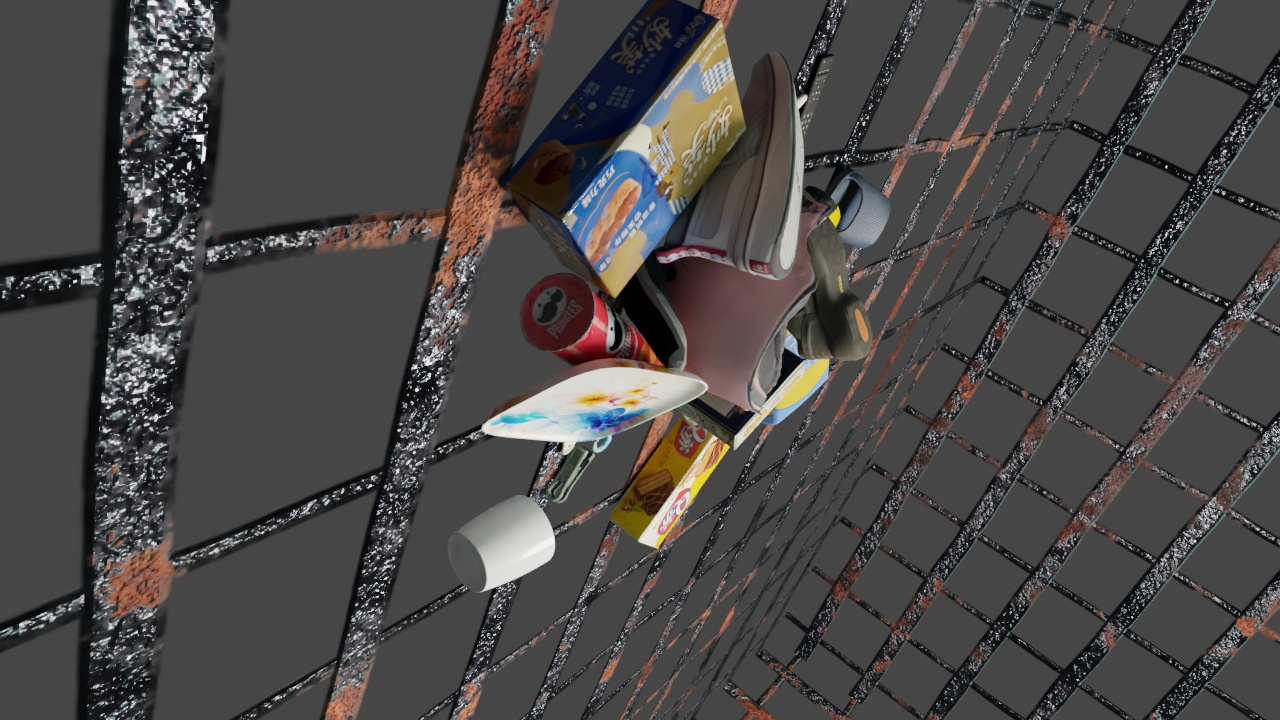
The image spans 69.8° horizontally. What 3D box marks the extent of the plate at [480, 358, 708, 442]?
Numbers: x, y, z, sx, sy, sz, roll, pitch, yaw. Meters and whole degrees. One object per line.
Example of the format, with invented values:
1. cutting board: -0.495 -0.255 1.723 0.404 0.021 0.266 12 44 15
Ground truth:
1. plate: -0.045 0.040 0.903 0.187 0.016 0.186 -27 156 34

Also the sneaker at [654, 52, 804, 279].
1. sneaker: 0.091 -0.191 0.887 0.097 0.129 0.262 65 31 -56

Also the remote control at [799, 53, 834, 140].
1. remote control: 0.196 -0.292 1.083 0.030 0.009 0.140 -30 147 -45

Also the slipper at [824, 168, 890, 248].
1. slipper: 0.332 -0.216 1.363 0.263 0.082 0.101 -3 122 -63

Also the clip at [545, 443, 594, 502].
1. clip: -0.083 0.137 1.107 0.078 0.023 0.049 -61 156 8

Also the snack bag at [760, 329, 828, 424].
1. snack bag: 0.194 -0.034 1.338 0.158 0.102 0.205 -35 128 -39

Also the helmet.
1. helmet: 0.102 -0.077 0.999 0.254 0.152 0.231 -66 172 -45

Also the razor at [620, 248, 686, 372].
1. razor: 0.013 -0.050 0.883 0.060 0.156 0.057 -2 138 -9

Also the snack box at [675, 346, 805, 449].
1. snack box: 0.106 0.018 1.153 0.144 0.145 0.043 -44 155 -23

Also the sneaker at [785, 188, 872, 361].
1. sneaker: 0.195 -0.099 1.187 0.143 0.238 0.100 -18 -172 35

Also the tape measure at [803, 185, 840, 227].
1. tape measure: 0.233 -0.198 1.211 0.037 0.065 0.064 -44 154 -18

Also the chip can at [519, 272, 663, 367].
1. chip can: -0.033 -0.011 0.904 0.073 0.073 0.233 -55 154 -1

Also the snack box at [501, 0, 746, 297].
1. snack box: -0.005 -0.175 0.773 0.202 0.069 0.155 -52 158 -7

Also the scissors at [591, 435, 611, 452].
1. scissors: -0.023 0.049 1.120 0.114 0.013 0.141 -37 149 -37

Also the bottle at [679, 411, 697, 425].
1. bottle: 0.067 0.055 1.263 0.043 0.043 0.111 -50 158 -12

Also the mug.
1. mug: -0.160 0.204 0.993 0.087 0.081 0.114 -23 172 -42

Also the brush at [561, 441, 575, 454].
1. brush: -0.066 0.028 1.004 0.033 0.012 0.218 -35 151 -41

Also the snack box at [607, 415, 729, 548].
1. snack box: 0.055 0.164 1.360 0.230 0.062 0.110 -54 157 -5

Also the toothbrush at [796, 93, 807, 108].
1. toothbrush: 0.134 -0.243 1.021 0.180 0.018 0.016 -46 156 -22
